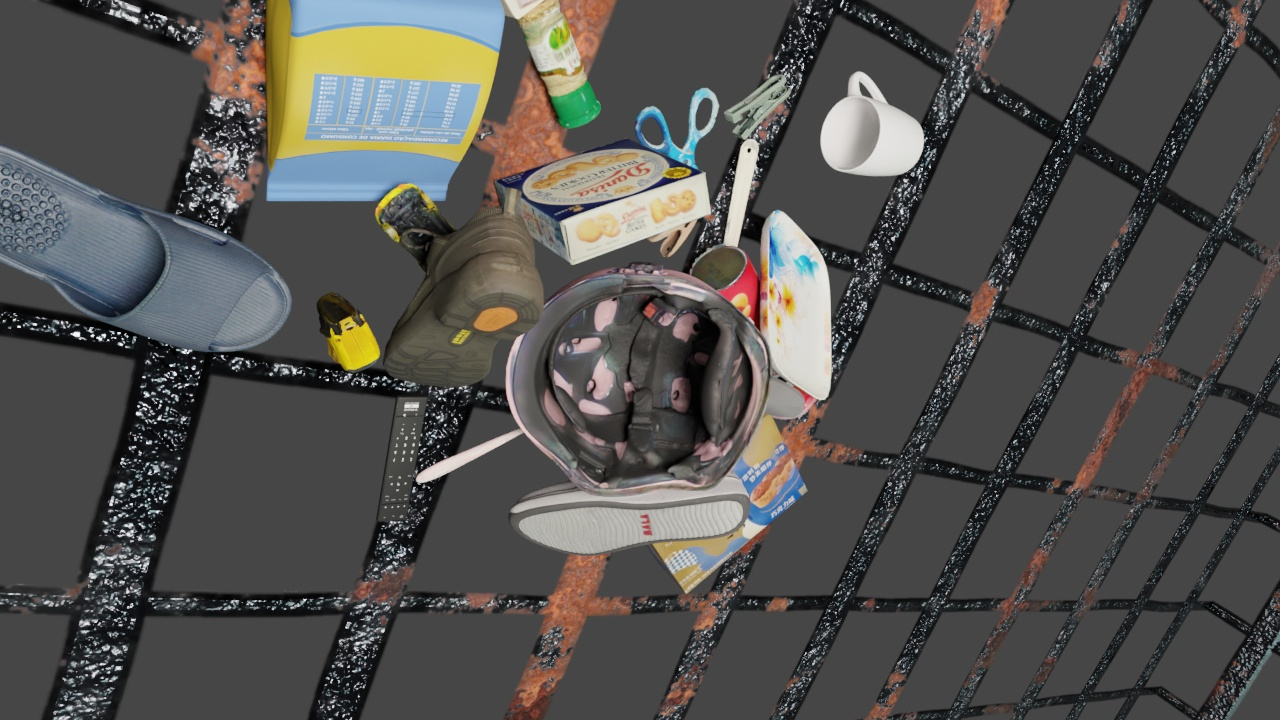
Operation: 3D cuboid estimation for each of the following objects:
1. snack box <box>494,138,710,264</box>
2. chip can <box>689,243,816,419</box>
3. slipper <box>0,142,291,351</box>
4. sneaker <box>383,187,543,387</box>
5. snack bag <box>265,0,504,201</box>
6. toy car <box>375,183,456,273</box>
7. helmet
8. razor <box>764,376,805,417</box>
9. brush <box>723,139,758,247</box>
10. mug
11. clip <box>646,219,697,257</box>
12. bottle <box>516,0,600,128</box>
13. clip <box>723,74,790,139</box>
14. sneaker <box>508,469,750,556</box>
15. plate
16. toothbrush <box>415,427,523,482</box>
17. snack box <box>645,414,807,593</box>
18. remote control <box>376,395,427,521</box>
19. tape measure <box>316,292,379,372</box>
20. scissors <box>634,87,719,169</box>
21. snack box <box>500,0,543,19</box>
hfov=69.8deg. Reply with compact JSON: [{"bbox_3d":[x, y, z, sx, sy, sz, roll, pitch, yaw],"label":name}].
[{"bbox_3d":[-0.035,-0.148,0.826,0.144,0.145,0.043,-23,124,-22],"label":"snack box"},{"bbox_3d":[0.130,-0.027,1.027,0.073,0.073,0.233,-43,133,-7],"label":"chip can"},{"bbox_3d":[-0.386,-0.068,0.683,0.263,0.082,0.101,30,98,-39],"label":"slipper"},{"bbox_3d":[-0.161,-0.070,0.795,0.101,0.239,0.142,12,64,-30],"label":"sneaker"},{"bbox_3d":[-0.209,-0.209,0.723,0.158,0.102,0.206,-6,139,-31],"label":"snack bag"},{"bbox_3d":[-0.192,-0.113,0.813,0.049,0.030,0.107,-42,147,-5],"label":"toy car"},{"bbox_3d":[-0.005,0.005,0.916,0.255,0.152,0.230,3,113,-8],"label":"helmet"},{"bbox_3d":[0.106,0.030,1.012,0.060,0.156,0.057,-53,149,-59],"label":"razor"},{"bbox_3d":[0.100,-0.134,1.008,0.033,0.012,0.218,-4,115,-31],"label":"brush"},{"bbox_3d":[0.256,-0.259,1.010,0.087,0.081,0.114,-1,83,-39],"label":"mug"},{"bbox_3d":[0.031,-0.138,0.949,0.039,0.024,0.060,25,108,-38],"label":"clip"},{"bbox_3d":[-0.072,-0.263,0.810,0.043,0.043,0.111,-34,127,-14],"label":"bottle"},{"bbox_3d":[0.118,-0.268,0.943,0.078,0.023,0.049,-50,131,2],"label":"clip"},{"bbox_3d":[-0.016,0.135,1.010,0.263,0.128,0.097,-9,132,6],"label":"sneaker"},{"bbox_3d":[0.171,-0.057,1.014,0.187,0.016,0.186,28,60,-54],"label":"plate"},{"bbox_3d":[-0.149,0.087,0.960,0.181,0.018,0.016,-24,124,-20],"label":"toothbrush"},{"bbox_3d":[0.087,0.160,1.116,0.202,0.069,0.155,-38,128,-11],"label":"snack box"},{"bbox_3d":[-0.238,0.098,0.912,0.030,0.009,0.140,1,113,-33],"label":"remote control"},{"bbox_3d":[-0.257,-0.020,0.801,0.037,0.065,0.064,-29,127,-21],"label":"tape measure"},{"bbox_3d":[0.033,-0.205,0.929,0.114,0.013,0.141,-8,120,-29],"label":"scissors"},{"bbox_3d":[-0.051,-0.392,0.742,0.230,0.062,0.110,-40,129,-8],"label":"snack box"}]
